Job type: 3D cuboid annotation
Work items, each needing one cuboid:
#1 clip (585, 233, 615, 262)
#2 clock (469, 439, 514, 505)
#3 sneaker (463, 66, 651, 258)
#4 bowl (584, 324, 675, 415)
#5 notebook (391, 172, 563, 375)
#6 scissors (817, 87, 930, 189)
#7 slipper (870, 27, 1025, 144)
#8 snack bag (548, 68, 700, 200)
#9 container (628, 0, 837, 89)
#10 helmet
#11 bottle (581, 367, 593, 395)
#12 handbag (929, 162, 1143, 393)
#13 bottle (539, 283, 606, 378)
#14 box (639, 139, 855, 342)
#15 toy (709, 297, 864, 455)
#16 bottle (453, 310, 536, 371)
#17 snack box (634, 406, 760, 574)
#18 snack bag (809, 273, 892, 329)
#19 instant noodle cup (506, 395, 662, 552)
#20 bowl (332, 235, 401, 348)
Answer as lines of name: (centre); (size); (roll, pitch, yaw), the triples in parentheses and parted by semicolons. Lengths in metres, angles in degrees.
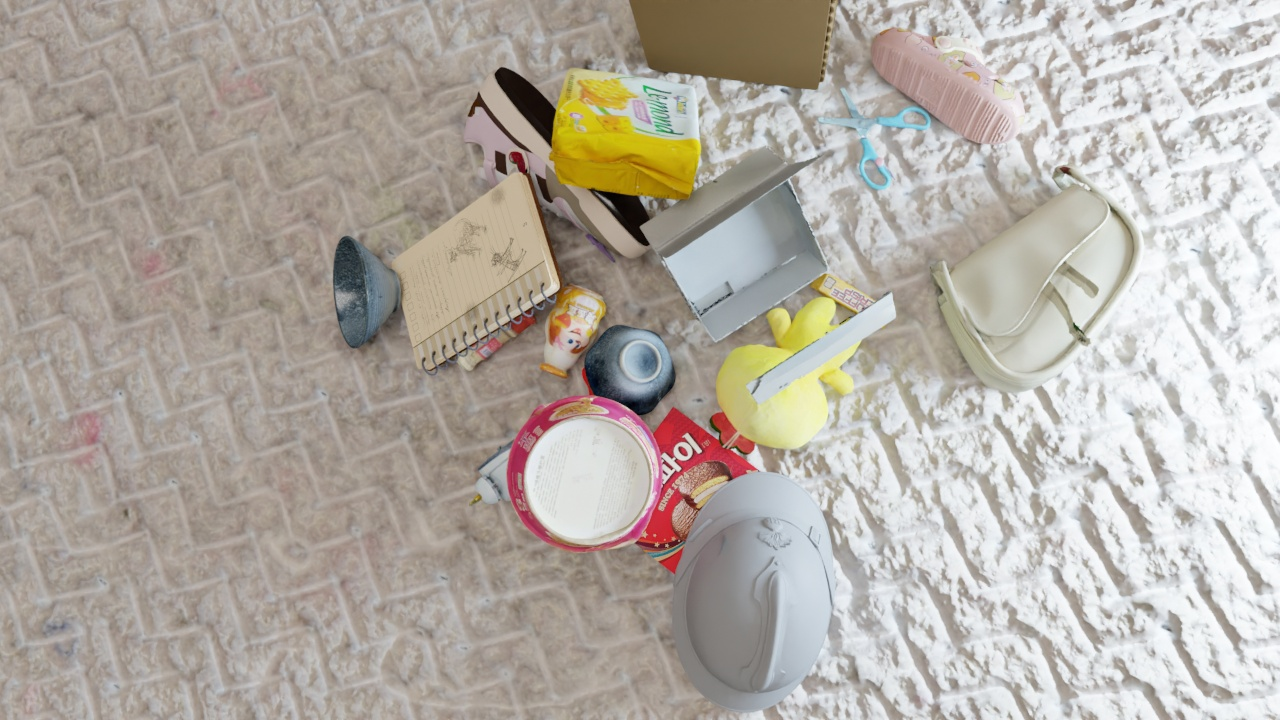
clip: (-0.043, -0.145, 1.125); (0.051, 0.013, 0.032); (40, 89, 13)
clock: (-0.155, 0.130, 1.075); (0.117, 0.083, 0.057); (-38, 86, 1)
sneaker: (-0.112, -0.213, 1.107); (0.294, 0.111, 0.117); (48, 113, 9)
bowl: (-0.006, 0.006, 1.061); (0.110, 0.055, 0.110); (4, 76, -16)
notebook: (-0.197, -0.099, 1.080); (0.226, 0.024, 0.167); (-28, 69, 28)
scissors: (0.286, -0.275, 1.092); (0.130, 0.015, 0.135); (-25, 86, 4)
slipper: (0.361, -0.331, 1.052); (0.197, 0.093, 0.081); (37, 79, 11)
snack bag: (-0.017, -0.254, 1.031); (0.159, 0.246, 0.068); (9, 126, -4)
container: (0.116, -0.463, 1.015); (0.220, 0.251, 0.214); (10, 85, 9)
helmet: (0.133, 0.261, 0.981); (0.183, 0.118, 0.271); (8, 91, -5)
bottle: (-0.039, 0.062, 1.088); (0.036, 0.036, 0.119); (-16, 82, 6)
handbag: (0.440, -0.092, 0.997); (0.229, 0.132, 0.184); (-36, 74, 1)
bottle: (-0.084, -0.034, 1.092); (0.063, 0.063, 0.109); (21, 87, 10)
box: (0.109, -0.120, 0.933); (0.167, 0.330, 0.165); (-33, 92, 3)
toy: (0.167, 0.017, 1.040); (0.134, 0.092, 0.207); (40, 71, 12)
bottle: (-0.180, -0.032, 1.116); (0.109, 0.044, 0.044); (-37, 80, 4)
snack box: (0.048, 0.155, 1.065); (0.132, 0.036, 0.152); (36, 90, 10)
snack bag: (0.246, -0.071, 1.070); (0.099, 0.020, 0.026); (33, 90, 11)
instant noodle cup: (-0.059, 0.127, 1.003); (0.178, 0.078, 0.178); (0, 88, -6)
bowl: (-0.330, -0.085, 1.126); (0.057, 0.137, 0.137); (-6, 80, -33)
